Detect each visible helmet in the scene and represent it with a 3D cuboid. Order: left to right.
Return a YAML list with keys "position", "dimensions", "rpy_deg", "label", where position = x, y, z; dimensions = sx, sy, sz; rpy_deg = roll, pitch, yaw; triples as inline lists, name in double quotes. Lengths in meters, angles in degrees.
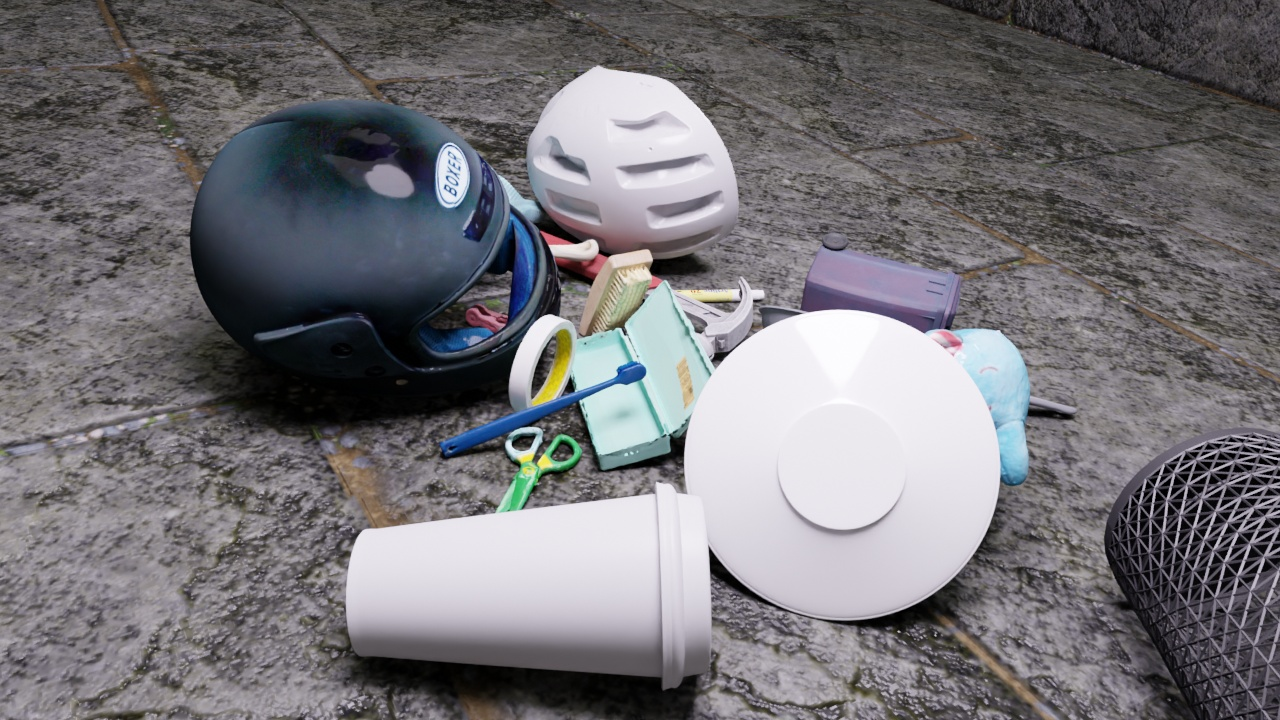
- position: [-0.225, -0.103, 0.805]
  dimensions: [0.316, 0.236, 0.248]
  rpy_deg: [4, 56, -5]
  label: "helmet"
- position: [-0.008, -0.225, 1.102]
  dimensions: [0.283, 0.224, 0.183]
  rpy_deg: [20, 58, 25]
  label: "helmet"

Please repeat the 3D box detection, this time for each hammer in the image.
- position: [-0.012, -0.091, 1.044]
  dimensions: [0.316, 0.036, 0.126]
  rpy_deg: [27, 51, 33]
  label: "hammer"

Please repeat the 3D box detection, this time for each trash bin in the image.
- position: [0.266, -0.065, 1.020]
  dimensions: [0.161, 0.094, 0.092]
  rpy_deg: [16, 43, 16]
  label: "trash bin"
- position: [0.439, 0.174, 0.589]
  dimensions: [0.217, 0.217, 0.242]
  rpy_deg: [4, 26, -5]
  label: "trash bin"

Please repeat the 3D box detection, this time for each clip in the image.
- position: [-0.152, -0.044, 0.967]
  dimensions: [0.060, 0.023, 0.044]
  rpy_deg: [33, 36, 32]
  label: "clip"

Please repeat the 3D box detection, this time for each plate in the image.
- position: [0.145, 0.076, 0.667]
  dimensions: [0.229, 0.229, 0.030]
  rpy_deg: [13, -1, 9]
  label: "plate"

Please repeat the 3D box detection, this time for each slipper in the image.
- position: [-0.190, -0.189, 1.076]
  dimensions: [0.116, 0.069, 0.275]
  rpy_deg: [9, 13, 16]
  label: "slipper"

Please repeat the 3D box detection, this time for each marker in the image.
- position: [0.081, -0.075, 1.071]
  dimensions: [0.132, 0.014, 0.014]
  rpy_deg: [-2, 34, -15]
  label: "marker"

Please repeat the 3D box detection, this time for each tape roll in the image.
- position: [-0.088, 0.006, 0.834]
  dimensions: [0.019, 0.094, 0.093]
  rpy_deg: [19, 34, 17]
  label: "tape roll"

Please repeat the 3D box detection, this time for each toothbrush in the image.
- position: [-0.083, 0.041, 0.800]
  dimensions: [0.190, 0.016, 0.017]
  rpy_deg: [-22, 26, -9]
  label: "toothbrush"

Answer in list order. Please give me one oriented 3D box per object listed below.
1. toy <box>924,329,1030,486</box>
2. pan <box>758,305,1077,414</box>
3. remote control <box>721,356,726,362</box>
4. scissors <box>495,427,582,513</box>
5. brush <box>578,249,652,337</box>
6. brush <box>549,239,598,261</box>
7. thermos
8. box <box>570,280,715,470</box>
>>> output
- position: [0.257, 0.061, 0.735]
  dimensions: [0.183, 0.180, 0.115]
  rpy_deg: [20, 0, -44]
  label: "toy"
- position: [0.278, 0.016, 0.903]
  dimensions: [0.356, 0.051, 0.201]
  rpy_deg: [20, -1, -15]
  label: "pan"
- position: [0.111, 0.027, 0.838]
  dimensions: [0.058, 0.013, 0.133]
  rpy_deg: [20, -8, 20]
  label: "remote control"
- position: [-0.100, 0.094, 0.770]
  dimensions: [0.071, 0.014, 0.130]
  rpy_deg: [17, 33, 14]
  label: "scissors"
- position: [-0.023, -0.063, 0.946]
  dimensions: [0.049, 0.117, 0.039]
  rpy_deg: [-13, 56, -32]
  label: "brush"
- position: [-0.177, -0.114, 1.010]
  dimensions: [0.272, 0.077, 0.062]
  rpy_deg: [-8, 49, -18]
  label: "brush"
- position: [-0.069, 0.148, 0.600]
  dimensions: [0.222, 0.132, 0.131]
  rpy_deg: [-2, 33, 0]
  label: "thermos"
- position: [-0.001, 0.011, 0.857]
  dimensions: [0.138, 0.057, 0.186]
  rpy_deg: [-28, 37, 5]
  label: "box"
